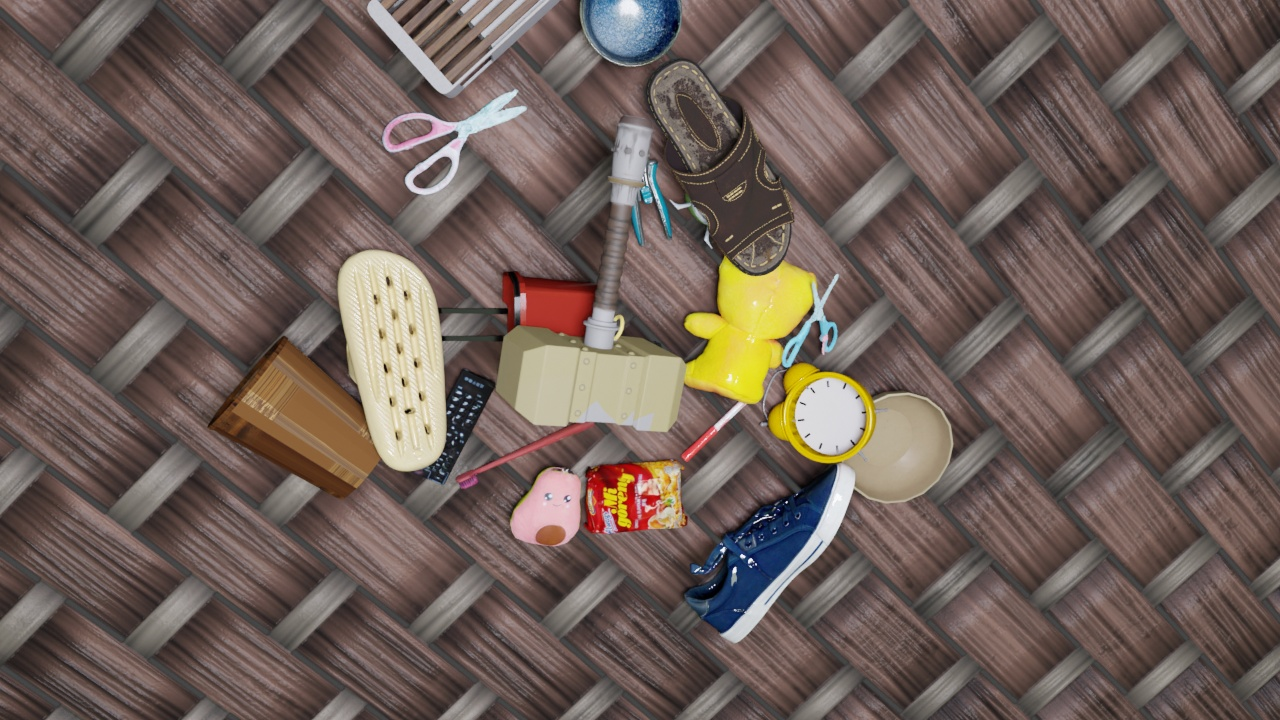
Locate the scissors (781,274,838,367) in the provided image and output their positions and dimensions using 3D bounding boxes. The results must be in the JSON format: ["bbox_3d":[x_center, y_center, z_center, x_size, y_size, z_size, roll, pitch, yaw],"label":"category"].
[{"bbox_3d":[0.212,-0.039,1.140,0.133,0.015,0.135,-46,136,-20],"label":"scissors"}]

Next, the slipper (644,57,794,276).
[{"bbox_3d":[0.095,-0.218,1.044,0.113,0.075,0.268,-31,104,0],"label":"slipper"}]

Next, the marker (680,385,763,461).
[{"bbox_3d":[0.108,0.080,1.198,0.142,0.013,0.013,-44,105,4],"label":"marker"}]

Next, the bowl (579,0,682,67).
[{"bbox_3d":[-0.013,-0.390,1.040,0.114,0.060,0.114,-1,103,-6],"label":"bowl"}]

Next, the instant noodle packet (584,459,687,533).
[{"bbox_3d":[-0.006,0.179,1.195,0.135,0.039,0.099,-3,111,-8],"label":"instant noodle packet"}]

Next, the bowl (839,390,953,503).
[{"bbox_3d":[0.331,0.109,1.216,0.152,0.050,0.152,-2,104,-7],"label":"bowl"}]

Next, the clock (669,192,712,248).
[{"bbox_3d":[0.101,-0.206,1.110,0.119,0.042,0.094,-41,107,4],"label":"clock"}]

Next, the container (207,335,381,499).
[{"bbox_3d":[-0.390,0.074,1.074,0.167,0.132,0.132,41,95,-21],"label":"container"}]

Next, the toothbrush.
[{"bbox_3d":[-0.146,0.118,1.171,0.190,0.016,0.016,-24,110,-2],"label":"toothbrush"}]

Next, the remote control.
[{"bbox_3d":[-0.234,0.082,1.148,0.047,0.022,0.150,27,101,-14],"label":"remote control"}]

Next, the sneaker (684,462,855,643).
[{"bbox_3d":[0.156,0.232,1.190,0.127,0.120,0.295,36,108,-5],"label":"sneaker"}]

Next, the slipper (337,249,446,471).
[{"bbox_3d":[-0.291,0.001,1.087,0.111,0.079,0.261,-10,88,-26],"label":"slipper"}]

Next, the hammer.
[{"bbox_3d":[-0.033,-0.097,0.988,0.190,0.101,0.325,5,102,-26],"label":"hammer"}]

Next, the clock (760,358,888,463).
[{"bbox_3d":[0.228,0.066,1.169,0.152,0.052,0.113,24,100,25],"label":"clock"}]

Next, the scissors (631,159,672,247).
[{"bbox_3d":[0.008,-0.209,1.108,0.142,0.019,0.127,33,103,-7],"label":"scissors"}]

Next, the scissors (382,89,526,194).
[{"bbox_3d":[-0.205,-0.254,1.073,0.178,0.016,0.103,-20,105,-6],"label":"scissors"}]

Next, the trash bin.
[{"bbox_3d":[-0.164,-0.403,0.987,0.229,0.114,0.114,-41,106,3],"label":"trash bin"}]

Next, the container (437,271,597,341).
[{"bbox_3d":[-0.147,-0.032,1.083,0.200,0.127,0.148,-1,104,-14],"label":"container"}]

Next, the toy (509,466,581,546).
[{"bbox_3d":[-0.117,0.185,1.173,0.090,0.051,0.110,13,101,-12],"label":"toy"}]

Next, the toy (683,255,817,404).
[{"bbox_3d":[0.128,-0.041,1.132,0.134,0.087,0.194,24,97,-8],"label":"toy"}]

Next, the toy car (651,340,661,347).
[{"bbox_3d":[-0.007,0.007,1.137,0.092,0.037,0.040,-22,107,-36],"label":"toy car"}]
